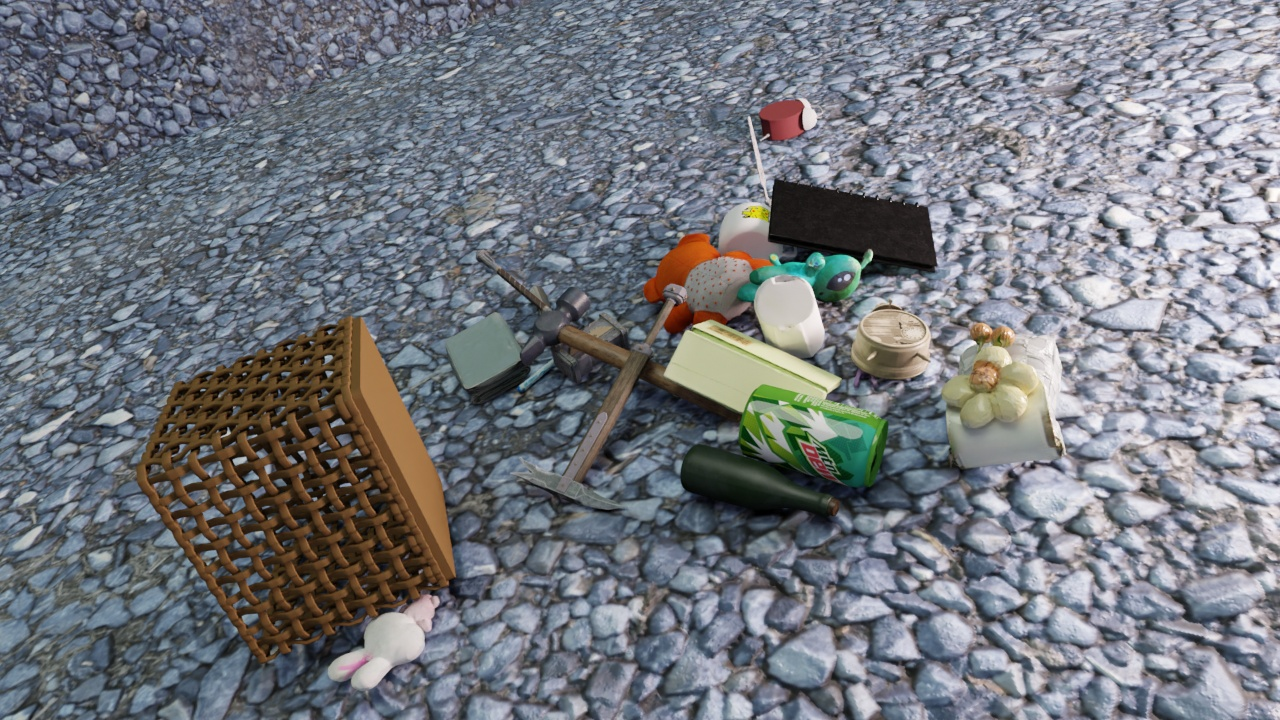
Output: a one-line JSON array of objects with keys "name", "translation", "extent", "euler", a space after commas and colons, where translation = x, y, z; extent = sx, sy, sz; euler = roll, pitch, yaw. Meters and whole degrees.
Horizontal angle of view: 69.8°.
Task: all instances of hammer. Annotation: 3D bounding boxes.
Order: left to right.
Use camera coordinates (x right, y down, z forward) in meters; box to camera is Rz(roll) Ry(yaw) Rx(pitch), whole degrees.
[{"name": "hammer", "translation": [-0.154, -0.087, 1.344], "extent": [0.098, 0.044, 0.322], "euler": [-34, 51, -22]}, {"name": "hammer", "translation": [-0.017, 0.034, 1.122], "extent": [0.147, 0.028, 0.316], "euler": [18, 66, 25]}, {"name": "hammer", "translation": [-0.007, 0.007, 1.176], "extent": [0.322, 0.040, 0.129], "euler": [24, 59, 27]}]

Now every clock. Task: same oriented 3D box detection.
[{"name": "clock", "translation": [0.274, -0.447, 1.697], "extent": [0.124, 0.044, 0.087], "euler": [-14, 36, 4]}, {"name": "clock", "translation": [0.306, -0.036, 1.123], "extent": [0.093, 0.055, 0.140], "euler": [2, 37, 5]}]

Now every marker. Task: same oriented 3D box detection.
[{"name": "marker", "translation": [-0.121, 0.002, 1.296], "extent": [0.013, 0.013, 0.141], "euler": [21, 51, 40]}]

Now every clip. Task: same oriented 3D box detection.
[{"name": "clip", "translation": [0.269, 0.018, 1.114], "extent": [0.045, 0.014, 0.050], "euler": [-21, 39, -6]}]

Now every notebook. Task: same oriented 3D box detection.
[{"name": "notebook", "translation": [0.302, -0.198, 1.315], "extent": [0.231, 0.019, 0.168], "euler": [11, 40, 3]}]

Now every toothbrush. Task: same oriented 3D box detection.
[{"name": "toothbrush", "translation": [-0.140, -0.062, 1.380], "extent": [0.024, 0.022, 0.185], "euler": [-5, 34, -16]}, {"name": "toothbrush", "translation": [0.188, -0.296, 1.416], "extent": [0.010, 0.182, 0.010], "euler": [-38, 44, -18]}]

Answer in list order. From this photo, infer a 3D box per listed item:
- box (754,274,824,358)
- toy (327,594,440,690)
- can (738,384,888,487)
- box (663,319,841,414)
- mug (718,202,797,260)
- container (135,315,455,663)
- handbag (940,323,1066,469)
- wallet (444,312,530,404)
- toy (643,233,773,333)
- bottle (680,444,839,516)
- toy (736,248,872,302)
[{"name": "box", "translation": [0.182, -0.060, 1.134], "extent": [0.081, 0.160, 0.091], "euler": [-5, 57, 18]}, {"name": "toy", "translation": [-0.258, 0.291, 0.949], "extent": [0.076, 0.037, 0.125], "euler": [7, 37, 38]}, {"name": "can", "translation": [0.186, 0.081, 0.990], "extent": [0.144, 0.083, 0.082], "euler": [15, 46, 23]}, {"name": "box", "translation": [0.136, 0.011, 1.099], "extent": [0.188, 0.061, 0.133], "euler": [27, 48, 20]}, {"name": "mug", "translation": [0.173, -0.175, 1.344], "extent": [0.115, 0.094, 0.067], "euler": [11, 41, 0]}, {"name": "container", "translation": [-0.355, 0.130, 0.995], "extent": [0.214, 0.252, 0.219], "euler": [-22, 27, -7]}, {"name": "handbag", "translation": [0.380, 0.026, 0.965], "extent": [0.113, 0.123, 0.171], "euler": [-12, 33, 33]}, {"name": "wallet", "translation": [-0.218, -0.002, 1.308], "extent": [0.100, 0.054, 0.131], "euler": [-31, 39, -4]}, {"name": "toy", "translation": [0.090, -0.104, 1.282], "extent": [0.163, 0.093, 0.172], "euler": [-49, 45, -7]}, {"name": "bottle", "translation": [0.129, 0.135, 0.982], "extent": [0.174, 0.055, 0.055], "euler": [12, 45, 33]}, {"name": "toy", "translation": [0.220, -0.110, 1.207], "extent": [0.193, 0.131, 0.072], "euler": [-6, 63, -21]}]
